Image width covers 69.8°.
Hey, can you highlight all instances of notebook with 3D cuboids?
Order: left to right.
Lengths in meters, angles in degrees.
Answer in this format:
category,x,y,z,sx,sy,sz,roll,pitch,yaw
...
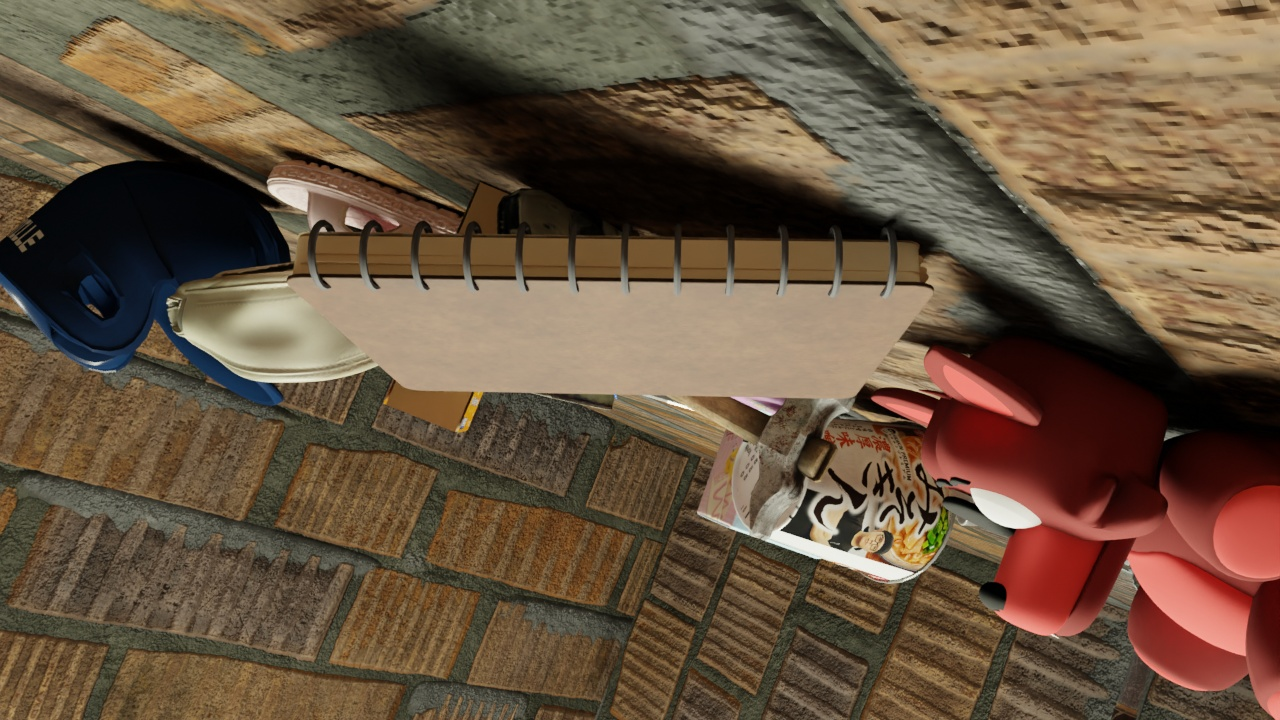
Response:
category,x,y,z,sx,sy,sz,roll,pitch,yaw
notebook,-0.010,-0.015,0.384,0.225,0.024,0.167,1,164,3

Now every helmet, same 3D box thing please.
category,x,y,z,sx,sy,sz,roll,pitch,yaw
helmet,-0.438,-0.064,0.885,0.272,0.222,0.233,55,152,-16

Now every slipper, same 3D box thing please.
category,x,y,z,sx,sy,sz,roll,pitch,yaw
slipper,-0.146,-0.069,0.625,0.239,0.064,0.094,19,174,11

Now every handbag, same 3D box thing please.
category,x,y,z,sx,sy,sz,roll,pitch,yaw
handbag,-0.271,-0.070,0.775,0.184,0.132,0.228,6,-168,27

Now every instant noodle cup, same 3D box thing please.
category,x,y,z,sx,sy,sz,roll,pitch,yaw
instant noodle cup,0.141,0.093,0.670,0.121,0.123,0.124,15,178,-28

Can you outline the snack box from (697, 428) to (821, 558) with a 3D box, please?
category,x,y,z,sx,sy,sz,roll,pitch,yaw
snack box,0.118,0.111,0.811,0.093,0.094,0.079,21,174,-18

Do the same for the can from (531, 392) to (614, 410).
category,x,y,z,sx,sy,sz,roll,pitch,yaw
can,-0.060,-0.002,0.815,0.090,0.074,0.090,13,178,0

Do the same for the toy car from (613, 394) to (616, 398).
category,x,y,z,sx,sy,sz,roll,pitch,yaw
toy car,-0.033,-0.010,0.750,0.033,0.062,0.092,17,173,38

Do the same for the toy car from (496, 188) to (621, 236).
category,x,y,z,sx,sy,sz,roll,pitch,yaw
toy car,-0.026,-0.050,0.458,0.033,0.048,0.105,-24,147,33

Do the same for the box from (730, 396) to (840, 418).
category,x,y,z,sx,sy,sz,roll,pitch,yaw
box,0.113,0.032,0.751,0.076,0.033,0.214,17,173,24

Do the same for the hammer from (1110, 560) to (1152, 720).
category,x,y,z,sx,sy,sz,roll,pitch,yaw
hammer,0.277,0.231,0.539,0.044,0.322,0.098,23,174,-13

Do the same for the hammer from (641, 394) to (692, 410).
category,x,y,z,sx,sy,sz,roll,pitch,yaw
hammer,0.012,0.025,1.021,0.169,0.034,0.325,17,179,-18

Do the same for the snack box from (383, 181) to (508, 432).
category,x,y,z,sx,sy,sz,roll,pitch,yaw
snack box,-0.095,-0.026,0.520,0.040,0.125,0.088,22,174,-6

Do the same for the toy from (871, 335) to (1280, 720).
category,x,y,z,sx,sy,sz,roll,pitch,yaw
toy,0.191,0.061,0.377,0.197,0.120,0.158,29,178,10

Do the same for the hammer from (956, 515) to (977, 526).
category,x,y,z,sx,sy,sz,roll,pitch,yaw
hammer,0.292,0.119,0.822,0.119,0.030,0.331,4,176,-1

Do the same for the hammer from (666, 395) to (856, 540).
category,x,y,z,sx,sy,sz,roll,pitch,yaw
hammer,-0.004,0.004,0.658,0.319,0.121,0.049,27,178,31
